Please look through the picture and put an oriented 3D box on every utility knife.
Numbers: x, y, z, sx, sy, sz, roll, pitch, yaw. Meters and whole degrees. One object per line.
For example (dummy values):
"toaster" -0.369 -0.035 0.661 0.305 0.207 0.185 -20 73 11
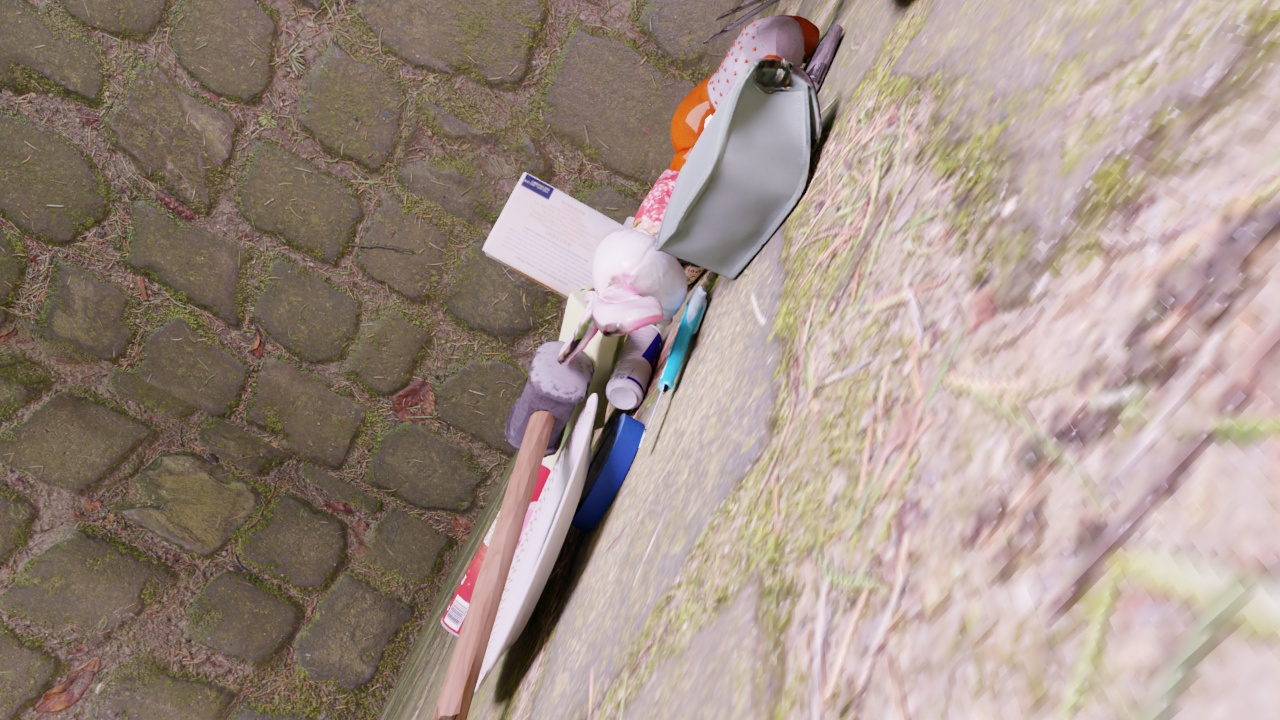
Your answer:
"utility knife" 0.024 0.003 0.650 0.022 0.015 0.161 -59 6 44

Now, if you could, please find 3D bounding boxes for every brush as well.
"brush" 0.133 -0.215 0.742 0.151 0.012 0.039 -64 7 -26

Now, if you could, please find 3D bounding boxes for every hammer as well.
"hammer" -0.098 0.121 0.699 0.327 0.052 0.098 -77 12 -45

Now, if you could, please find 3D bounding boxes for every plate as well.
"plate" -0.076 0.140 0.709 0.242 0.016 0.242 -159 92 -84

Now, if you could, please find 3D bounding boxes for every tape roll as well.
"tape roll" -0.027 0.085 0.696 0.093 0.016 0.091 -62 6 -4

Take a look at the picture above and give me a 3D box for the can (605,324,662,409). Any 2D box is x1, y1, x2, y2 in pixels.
"can" -0.005 0.005 0.805 0.032 0.032 0.095 -57 7 37

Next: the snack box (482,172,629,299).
"snack box" -0.067 -0.120 1.060 0.104 0.208 0.057 -62 5 -4

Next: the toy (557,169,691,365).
"toy" 0.010 -0.076 0.715 0.193 0.084 0.159 -50 12 -25

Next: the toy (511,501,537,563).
"toy" -0.122 0.191 0.887 0.110 0.047 0.063 -57 15 16

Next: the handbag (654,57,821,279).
"handbag" 0.068 -0.126 0.620 0.122 0.067 0.106 127 161 -56

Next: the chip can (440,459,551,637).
"chip can" -0.150 0.207 1.025 0.214 0.052 0.052 -62 6 -1

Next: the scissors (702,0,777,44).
"scissors" 0.154 -0.345 0.823 0.226 0.016 0.229 -21 12 40

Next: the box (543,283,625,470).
"box" -0.054 0.017 0.860 0.127 0.066 0.188 -66 -8 -54

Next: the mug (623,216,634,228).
"mug" 0.004 -0.117 1.149 0.112 0.078 0.097 25 87 56

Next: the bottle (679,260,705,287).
"bottle" 0.034 -0.106 0.843 0.061 0.061 0.131 -66 7 -22

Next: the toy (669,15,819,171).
"toy" 0.096 -0.245 0.887 0.173 0.093 0.163 -36 26 47
